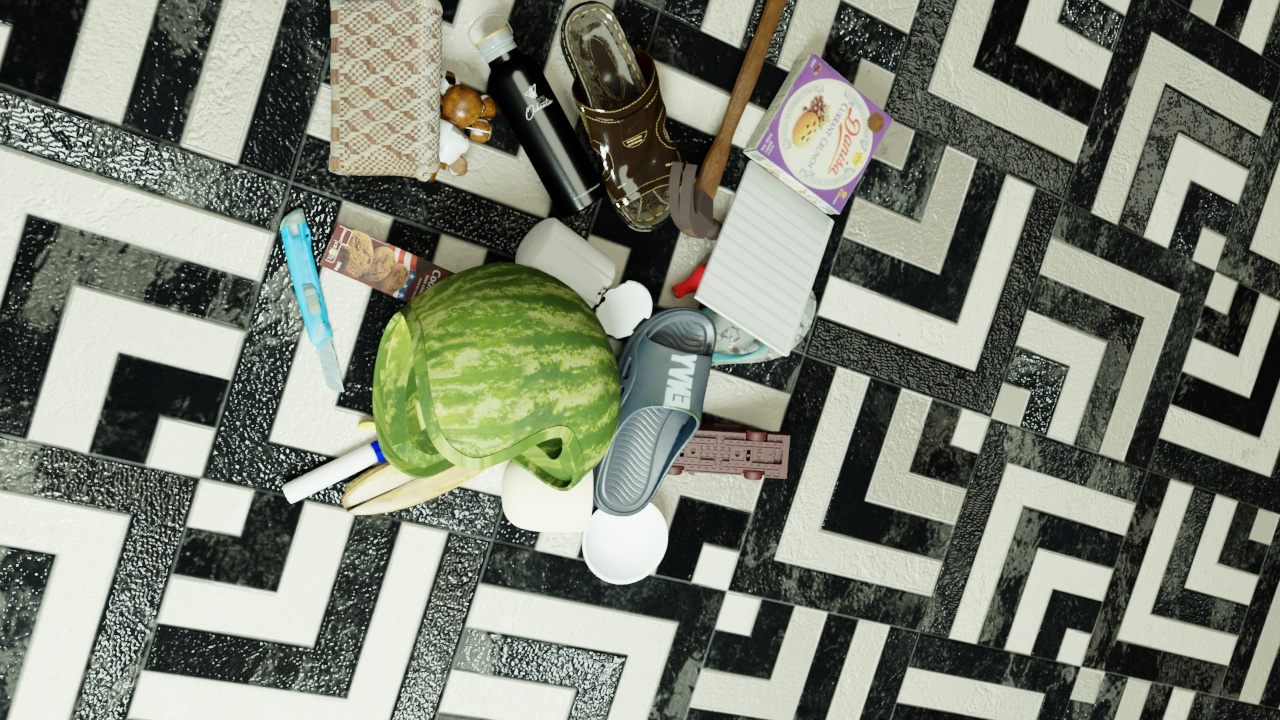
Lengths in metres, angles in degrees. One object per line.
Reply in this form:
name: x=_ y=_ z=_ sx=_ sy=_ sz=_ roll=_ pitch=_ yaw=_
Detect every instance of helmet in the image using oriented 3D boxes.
helmet: x=-0.141 y=0.018 z=0.972 sx=0.246 sy=0.214 sz=0.243 roll=3 pitch=78 yaw=-31

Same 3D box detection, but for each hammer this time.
hammer: x=0.113 y=-0.303 z=1.110 sx=0.115 sy=0.033 sz=0.322 roll=30 pitch=80 yaw=-57

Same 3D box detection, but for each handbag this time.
handbag: x=-0.265 y=-0.283 z=0.960 sx=0.124 sy=0.047 sz=0.186 roll=6 pitch=98 yaw=17

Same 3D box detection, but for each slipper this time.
slipper: x=-0.017 y=-0.280 z=1.057 sx=0.113 sy=0.076 sz=0.268 roll=-23 pitch=105 yaw=-15
slipper: x=0.118 y=-0.035 z=1.145 sx=0.268 sy=0.055 sz=0.098 roll=-15 pitch=102 yaw=-22
slipper: x=0.014 y=0.064 z=1.075 sx=0.110 sy=0.083 sz=0.268 roll=20 pitch=94 yaw=-16

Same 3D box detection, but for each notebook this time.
notebook: x=0.158 y=-0.128 z=1.137 sx=0.142 sy=0.009 sz=0.209 roll=31 pitch=65 yaw=-19

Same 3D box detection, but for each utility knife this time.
utility knife: x=-0.356 y=-0.062 z=1.001 sx=0.031 sy=0.015 sz=0.205 roll=-14 pitch=104 yaw=-13

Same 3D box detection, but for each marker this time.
marker: x=-0.333 y=0.121 z=1.029 sx=0.133 sy=0.027 sz=0.023 roll=-26 pitch=120 yaw=-15

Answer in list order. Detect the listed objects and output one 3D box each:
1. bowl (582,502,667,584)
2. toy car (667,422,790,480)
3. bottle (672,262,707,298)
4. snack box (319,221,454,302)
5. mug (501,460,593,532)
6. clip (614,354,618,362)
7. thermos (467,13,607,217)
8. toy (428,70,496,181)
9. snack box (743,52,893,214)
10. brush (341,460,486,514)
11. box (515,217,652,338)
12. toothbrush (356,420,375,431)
bowl: x=-0.024 y=0.220 z=1.148 sx=0.109 sy=0.040 sz=0.110 roll=-2 pitch=97 yaw=-19
toy car: x=0.099 y=0.111 z=1.162 sx=0.170 sy=0.062 sz=0.070 roll=4 pitch=97 yaw=0
bottle: x=0.094 y=-0.108 z=1.145 sx=0.119 sy=0.036 sz=0.036 roll=-26 pitch=106 yaw=-14
snack box: x=-0.276 y=-0.100 z=1.014 sx=0.141 sy=0.032 sz=0.051 roll=24 pitch=89 yaw=-21
mug: x=-0.112 y=0.141 z=1.077 sx=0.099 sy=0.096 sz=0.120 roll=3 pitch=92 yaw=-13
clip: x=0.006 y=-0.008 z=1.135 sx=0.127 sy=0.028 sz=0.113 roll=42 pitch=78 yaw=-20
thermos: x=-0.119 y=-0.276 z=1.029 sx=0.061 sy=0.061 sz=0.231 roll=-33 pitch=108 yaw=-13
toy: x=-0.211 y=-0.252 z=1.003 sx=0.087 sy=0.067 sz=0.113 roll=29 pitch=97 yaw=-21
snack box: x=0.226 y=-0.285 z=1.164 sx=0.148 sy=0.040 sz=0.143 roll=31 pitch=87 yaw=-21
brush: x=-0.246 y=0.125 z=1.053 sx=0.195 sy=0.043 sz=0.059 roll=-22 pitch=103 yaw=-15
box: x=-0.063 y=-0.091 z=1.063 sx=0.166 sy=0.092 sz=0.083 roll=32 pitch=91 yaw=-23
toothbrush: x=-0.257 y=0.069 z=1.057 sx=0.135 sy=0.016 sz=0.021 roll=-5 pitch=98 yaw=-21
